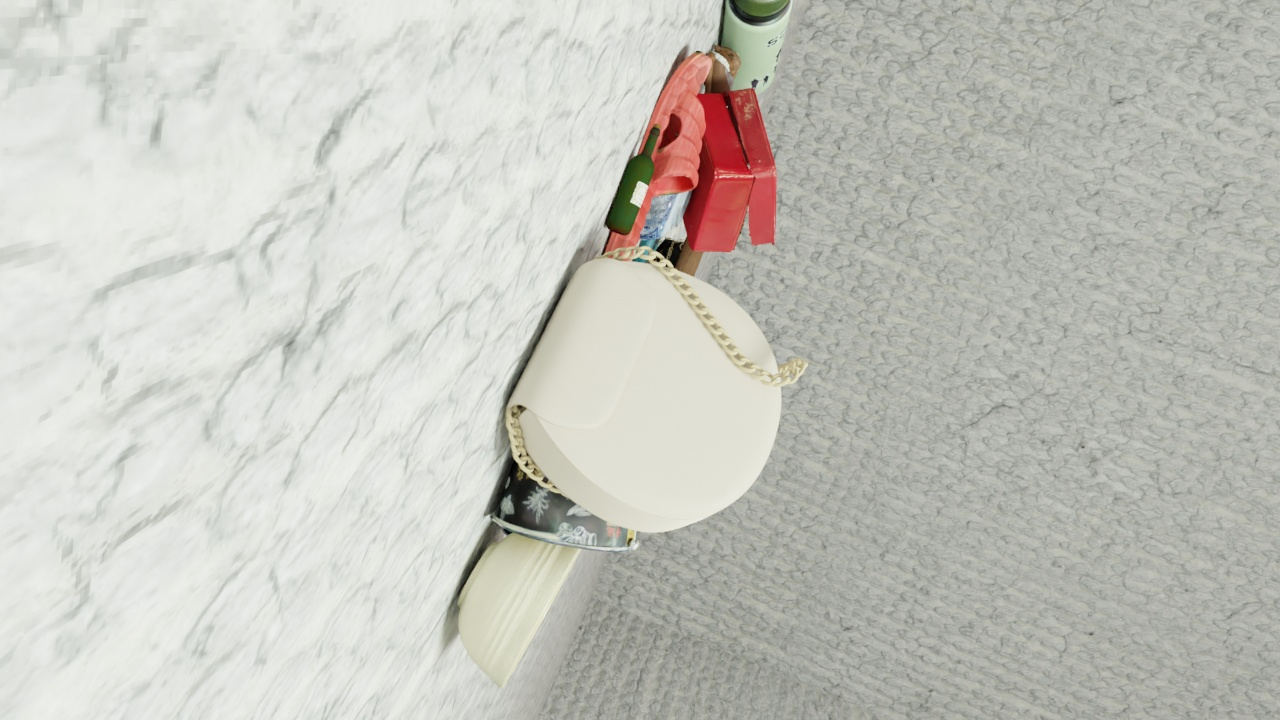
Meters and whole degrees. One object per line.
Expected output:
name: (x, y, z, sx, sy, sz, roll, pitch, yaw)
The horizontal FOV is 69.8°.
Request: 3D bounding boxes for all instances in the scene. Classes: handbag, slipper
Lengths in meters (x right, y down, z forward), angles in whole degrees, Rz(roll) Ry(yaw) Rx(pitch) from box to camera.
handbag: (0.012, 0.027, 0.754, 0.104, 0.208, 0.210, -42, -159, 61)
handbag: (0.043, -0.129, 1.248, 0.128, 0.054, 0.079, -136, -119, -74)
slipper: (0.028, -0.187, 0.915, 0.103, 0.059, 0.249, 15, 97, -85)

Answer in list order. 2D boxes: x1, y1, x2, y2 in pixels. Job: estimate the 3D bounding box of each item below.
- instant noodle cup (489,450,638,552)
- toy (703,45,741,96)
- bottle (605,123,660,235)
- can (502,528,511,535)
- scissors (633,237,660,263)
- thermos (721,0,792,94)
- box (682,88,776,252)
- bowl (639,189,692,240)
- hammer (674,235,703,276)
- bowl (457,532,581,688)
instant noodle cup: (-0.058, 0.102, 0.834, 0.137, 0.137, 0.112, 34, 68, -85)
toy: (0.093, -0.334, 1.108, 0.054, 0.041, 0.102, -41, 153, -28)
bottle: (-0.003, -0.167, 0.845, 0.025, 0.025, 0.106, 8, 103, -85)
can: (-0.108, 0.131, 0.911, 0.032, 0.032, 0.095, -49, 159, -76)
scissors: (0.008, -0.137, 1.139, 0.147, 0.019, 0.124, -60, 171, -49)
thermos: (0.135, -0.403, 1.096, 0.231, 0.082, 0.082, 73, 38, -81)
box: (0.095, -0.219, 1.060, 0.134, 0.110, 0.157, 88, -4, -50)
bowl: (0.030, -0.182, 1.024, 0.114, 0.045, 0.114, 24, 87, -85)
hammer: (0.047, -0.094, 1.169, 0.033, 0.115, 0.323, 11, 100, -85)
bowl: (-0.119, 0.214, 0.844, 0.150, 0.075, 0.151, -61, 176, -8)
